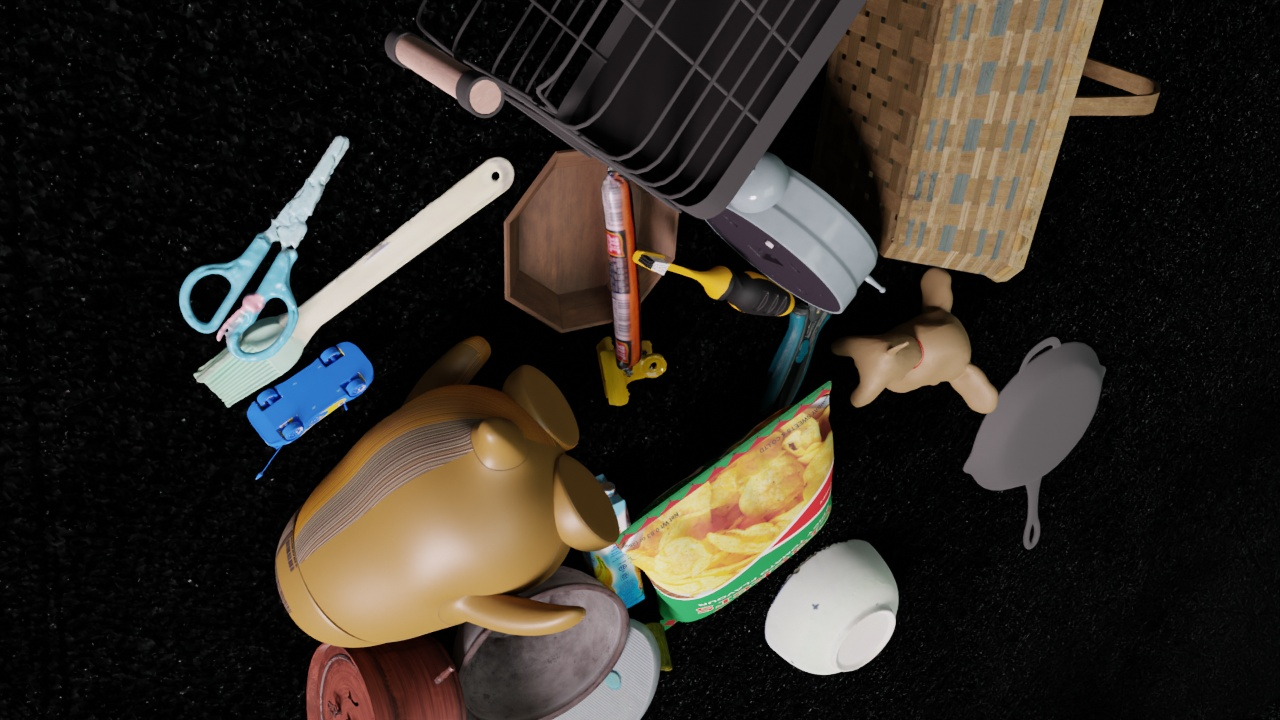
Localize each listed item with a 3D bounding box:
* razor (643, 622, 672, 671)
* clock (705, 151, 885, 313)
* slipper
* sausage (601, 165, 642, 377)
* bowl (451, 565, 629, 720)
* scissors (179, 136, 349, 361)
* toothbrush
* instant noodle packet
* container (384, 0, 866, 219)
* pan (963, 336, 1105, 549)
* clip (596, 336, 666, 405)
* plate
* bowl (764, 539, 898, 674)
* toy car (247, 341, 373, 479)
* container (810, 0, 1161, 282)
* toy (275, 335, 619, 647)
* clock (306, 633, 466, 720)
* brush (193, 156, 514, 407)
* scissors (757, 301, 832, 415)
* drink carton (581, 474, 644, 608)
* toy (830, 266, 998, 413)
[{"bbox_3d":[-0.003,0.281,0.836,0.026,0.042,0.106,4,140,-24],"label":"razor"},{"bbox_3d":[0.089,-0.092,0.607,0.159,0.122,0.045,40,89,-30],"label":"clock"},{"bbox_3d":[-0.059,0.324,0.812,0.269,0.098,0.054,-64,164,19],"label":"slipper"},{"bbox_3d":[-0.011,-0.054,0.593,0.020,0.020,0.155,-21,128,-22],"label":"sausage"},{"bbox_3d":[-0.087,0.213,0.720,0.144,0.067,0.145,-17,127,-25],"label":"bowl"},{"bbox_3d":[-0.198,-0.067,0.499,0.063,0.015,0.138,29,90,-20],"label":"scissors"},{"bbox_3d":[0.057,-0.055,0.648,0.196,0.031,0.031,10,116,-52],"label":"toothbrush"},{"bbox_3d":[0.081,0.132,0.759,0.195,0.090,0.253,-35,150,-10],"label":"instant noodle packet"},{"bbox_3d":[0.008,-0.205,0.441,0.130,0.163,0.241,27,100,-42],"label":"container"},{"bbox_3d":[0.464,0.115,1.063,0.216,0.024,0.355,-31,132,-14],"label":"pan"},{"bbox_3d":[-0.004,0.007,0.665,0.047,0.039,0.053,-19,127,-14],"label":"clip"},{"bbox_3d":[-0.034,-0.081,0.592,0.131,0.025,0.131,-17,127,-25],"label":"plate"},{"bbox_3d":[0.212,0.269,0.959,0.153,0.073,0.154,-18,128,-25],"label":"bowl"},{"bbox_3d":[-0.202,0.034,0.557,0.091,0.033,0.062,-38,166,-19],"label":"toy car"},{"bbox_3d":[0.237,-0.192,0.621,0.186,0.157,0.250,-8,123,-17],"label":"container"},{"bbox_3d":[-0.131,0.105,0.576,0.203,0.198,0.162,-32,152,12],"label":"toy"},{"bbox_3d":[-0.183,0.265,0.657,0.072,0.121,0.158,-4,113,-42],"label":"clock"},{"bbox_3d":[-0.161,-0.050,0.537,0.217,0.012,0.033,-40,132,-9],"label":"brush"},{"bbox_3d":[0.134,-0.019,0.754,0.129,0.019,0.137,-43,141,-15],"label":"scissors"},{"bbox_3d":[-0.026,0.149,0.737,0.038,0.044,0.129,-25,131,-19],"label":"drink carton"},{"bbox_3d":[0.226,-0.005,0.779,0.108,0.134,0.106,-12,167,-29],"label":"toy"}]
